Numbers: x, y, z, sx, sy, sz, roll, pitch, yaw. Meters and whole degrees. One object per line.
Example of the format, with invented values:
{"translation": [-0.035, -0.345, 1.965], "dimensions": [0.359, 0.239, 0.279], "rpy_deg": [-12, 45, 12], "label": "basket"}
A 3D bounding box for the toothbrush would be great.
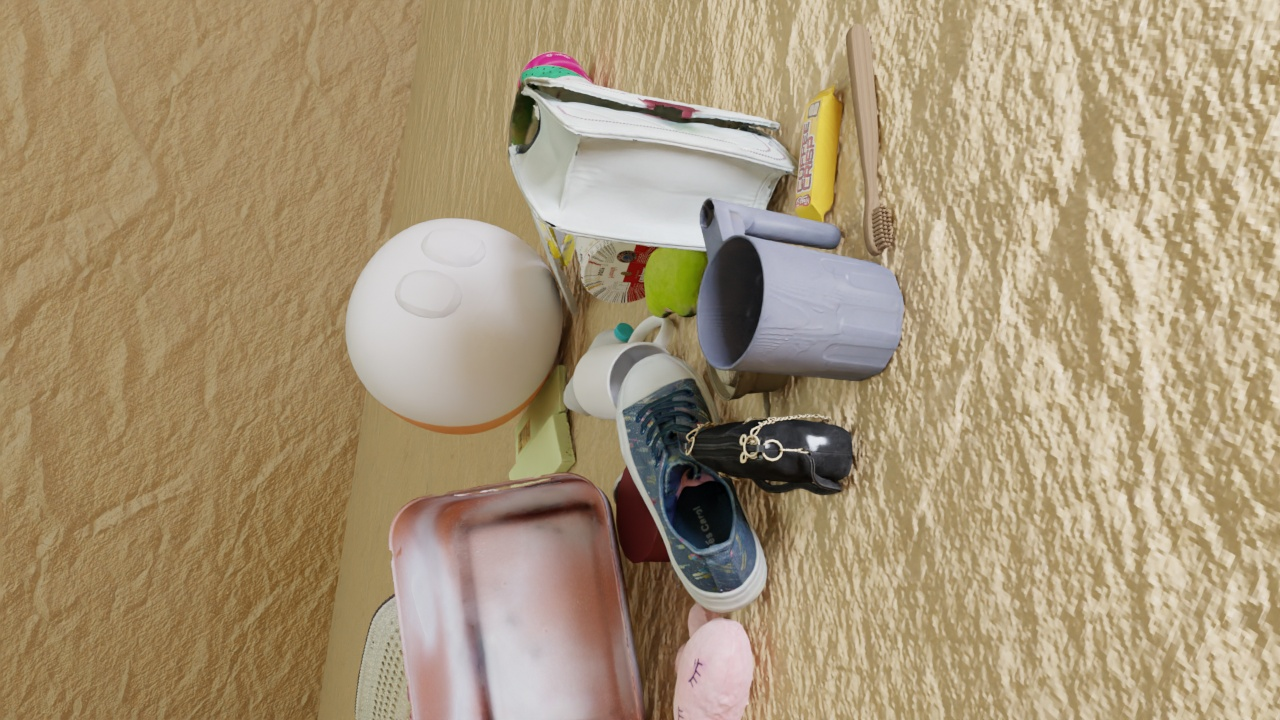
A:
{"translation": [0.150, -0.148, 0.604], "dimensions": [0.016, 0.016, 0.166], "rpy_deg": [148, 124, -61], "label": "toothbrush"}

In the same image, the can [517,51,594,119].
{"translation": [-0.091, -0.305, 1.101], "dimensions": [0.165, 0.088, 0.088], "rpy_deg": [-116, 39, -51], "label": "can"}

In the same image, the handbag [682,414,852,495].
{"translation": [0.084, 0.063, 0.623], "dimensions": [0.129, 0.079, 0.054], "rpy_deg": [170, 105, -66], "label": "handbag"}

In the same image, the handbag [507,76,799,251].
{"translation": [0.009, -0.157, 0.705], "dimensions": [0.142, 0.198, 0.096], "rpy_deg": [-119, 39, -50], "label": "handbag"}

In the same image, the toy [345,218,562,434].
{"translation": [-0.232, -0.034, 1.145], "dimensions": [0.281, 0.266, 0.262], "rpy_deg": [98, -170, -57], "label": "toy"}

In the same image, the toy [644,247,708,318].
{"translation": [0.037, -0.096, 0.816], "dimensions": [0.092, 0.043, 0.118], "rpy_deg": [4, 87, 62], "label": "toy"}

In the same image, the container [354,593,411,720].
{"translation": [-0.277, 0.433, 1.243], "dimensions": [0.143, 0.184, 0.252], "rpy_deg": [36, 116, 54], "label": "container"}

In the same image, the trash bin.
{"translation": [-0.096, 0.238, 0.795], "dimensions": [0.157, 0.181, 0.259], "rpy_deg": [75, -175, -81], "label": "trash bin"}

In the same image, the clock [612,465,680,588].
{"translation": [0.014, 0.122, 0.806], "dimensions": [0.137, 0.048, 0.096], "rpy_deg": [-110, 34, -45], "label": "clock"}

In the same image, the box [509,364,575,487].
{"translation": [-0.129, 0.105, 1.168], "dimensions": [0.188, 0.030, 0.138], "rpy_deg": [131, 137, -53], "label": "box"}

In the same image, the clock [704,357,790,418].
{"translation": [0.078, -0.033, 0.687], "dimensions": [0.093, 0.054, 0.140], "rpy_deg": [100, 162, -50], "label": "clock"}

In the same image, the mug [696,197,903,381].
{"translation": [0.097, -0.047, 0.590], "dimensions": [0.084, 0.104, 0.123], "rpy_deg": [124, 144, -48], "label": "mug"}

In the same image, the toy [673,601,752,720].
{"translation": [0.051, 0.236, 0.699], "dimensions": [0.105, 0.053, 0.108], "rpy_deg": [-113, 33, -73], "label": "toy"}

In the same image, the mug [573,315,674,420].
{"translation": [-0.005, 0.005, 0.867], "dimensions": [0.110, 0.073, 0.091], "rpy_deg": [-61, 20, -13], "label": "mug"}

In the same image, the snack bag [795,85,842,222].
{"translation": [0.126, -0.146, 0.653], "dimensions": [0.026, 0.020, 0.099], "rpy_deg": [-173, 90, -68], "label": "snack bag"}

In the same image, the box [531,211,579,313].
{"translation": [-0.091, -0.137, 1.034], "dimensions": [0.210, 0.045, 0.128], "rpy_deg": [85, -177, -75], "label": "box"}

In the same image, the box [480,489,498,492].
{"translation": [-0.105, 0.197, 0.928], "dimensions": [0.094, 0.165, 0.084], "rpy_deg": [-84, 14, -55], "label": "box"}

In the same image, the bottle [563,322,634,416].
{"translation": [-0.041, 0.008, 0.965], "dimensions": [0.137, 0.044, 0.044], "rpy_deg": [124, 144, -47], "label": "bottle"}

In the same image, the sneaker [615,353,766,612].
{"translation": [0.028, 0.078, 0.713], "dimensions": [0.079, 0.087, 0.235], "rpy_deg": [62, -173, -50], "label": "sneaker"}

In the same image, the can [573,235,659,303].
{"translation": [-0.024, -0.127, 0.908], "dimensions": [0.087, 0.086, 0.116], "rpy_deg": [119, 148, -41], "label": "can"}
